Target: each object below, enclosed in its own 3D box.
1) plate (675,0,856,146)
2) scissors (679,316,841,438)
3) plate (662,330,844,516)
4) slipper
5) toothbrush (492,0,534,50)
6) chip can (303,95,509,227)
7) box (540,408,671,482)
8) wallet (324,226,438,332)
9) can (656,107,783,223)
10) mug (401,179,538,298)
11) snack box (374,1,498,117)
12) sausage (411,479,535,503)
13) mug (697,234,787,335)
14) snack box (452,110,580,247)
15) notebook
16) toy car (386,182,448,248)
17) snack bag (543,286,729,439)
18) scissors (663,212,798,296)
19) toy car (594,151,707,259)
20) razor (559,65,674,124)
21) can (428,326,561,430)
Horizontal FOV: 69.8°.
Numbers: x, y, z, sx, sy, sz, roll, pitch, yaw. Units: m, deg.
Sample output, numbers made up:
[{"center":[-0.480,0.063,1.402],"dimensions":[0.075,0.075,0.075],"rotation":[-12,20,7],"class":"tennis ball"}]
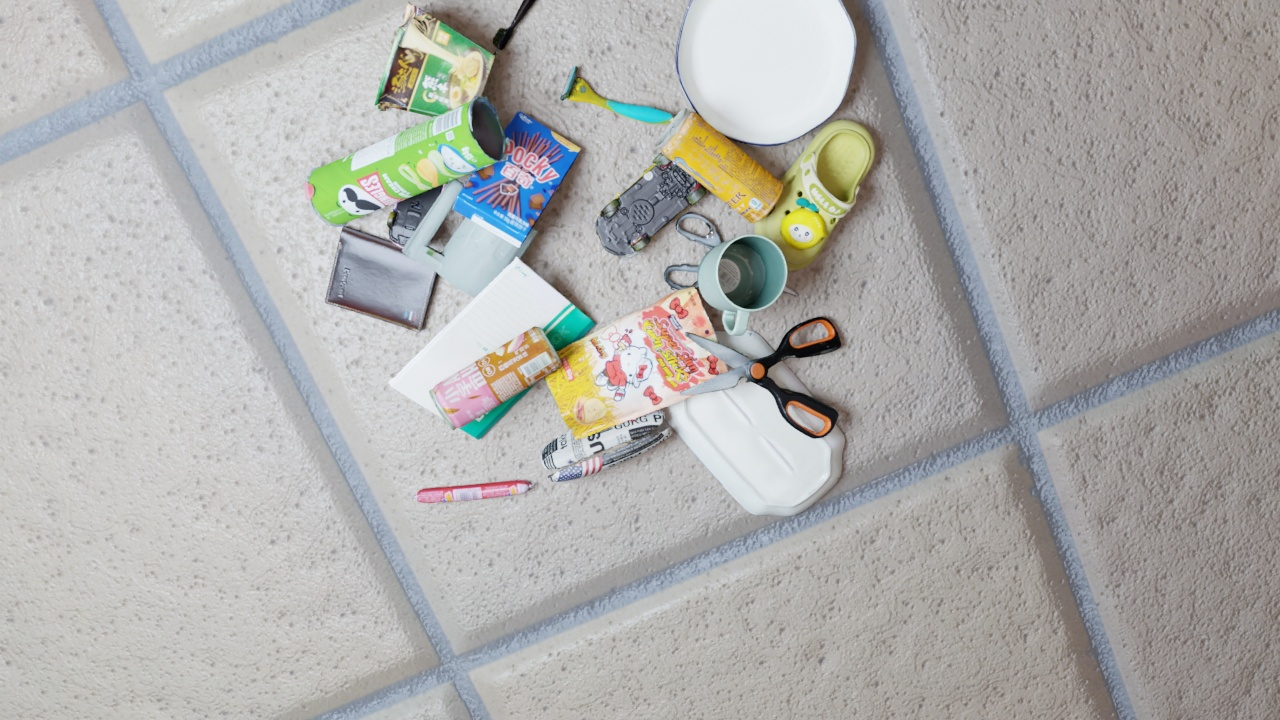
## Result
[{"center":[0.141,-0.351,1.051],"dimensions":[0.205,0.045,0.205],"rotation":[0,102,-2],"class":"plate"},{"center":[0.156,0.010,1.099],"dimensions":[0.221,0.022,0.223],"rotation":[46,72,-12],"class":"scissors"},{"center":[0.143,0.084,1.142],"dimensions":[0.162,0.034,0.265],"rotation":[-39,100,5],"class":"plate"},{"center":[0.207,-0.195,1.068],"dimensions":[0.091,0.081,0.190],"rotation":[32,96,-6],"class":"slipper"},{"center":[-0.103,-0.443,1.033],"dimensions":[0.027,0.026,0.213],"rotation":[40,100,26],"class":"toothbrush"},{"center":[-0.257,-0.214,1.001],"dimensions":[0.236,0.072,0.072],"rotation":[-15,102,26],"class":"chip can"},{"center":[-0.038,0.115,1.125],"dimensions":[0.163,0.074,0.079],"rotation":[-20,109,-1],"class":"box"},{"center":[-0.308,-0.096,1.097],"dimensions":[0.122,0.020,0.096],"rotation":[18,100,-4],"class":"wallet"},{"center":[0.091,-0.220,1.042],"dimensions":[0.146,0.058,0.058],"rotation":[35,98,-14],"class":"can"},{"center":[-0.193,-0.137,1.051],"dimensions":[0.124,0.083,0.103],"rotation":[31,97,-34],"class":"mug"},{"center":[-0.225,-0.315,1.015],"dimensions":[0.105,0.118,0.117],"rotation":[19,99,-16],"class":"snack box"},{"center":[-0.209,0.165,1.151],"dimensions":[0.156,0.020,0.020],"rotation":[-5,101,-1],"class":"sausage"},{"center":[0.112,-0.084,1.052],"dimensions":[0.082,0.106,0.111],"rotation":[5,91,-11],"class":"mug"},{"center":[-0.136,-0.205,1.028],"dimensions":[0.084,0.026,0.156],"rotation":[30,56,-8],"class":"snack box"},{"center":[-0.171,-0.009,1.082],"dimensions":[0.209,0.012,0.150],"rotation":[-44,133,7],"class":"notebook"},{"center":[-0.256,-0.188,1.072],"dimensions":[0.056,0.037,0.122],"rotation":[17,87,-4],"class":"toy car"},{"center":[-0.007,0.006,1.098],"dimensions":[0.208,0.073,0.128],"rotation":[-24,84,4],"class":"snack bag"},{"center":[0.108,-0.120,1.112],"dimensions":[0.159,0.014,0.172],"rotation":[-32,102,3],"class":"scissors"},{"center":[0.012,-0.186,1.079],"dimensions":[0.156,0.041,0.071],"rotation":[-42,100,0],"class":"toy car"},{"center":[-0.025,-0.298,1.063],"dimensions":[0.132,0.028,0.043],"rotation":[17,69,-3],"class":"razor"},{"center":[-0.166,0.020,1.057],"dimensions":[0.147,0.058,0.058],"rotation":[-31,101,-5],"class":"can"}]
